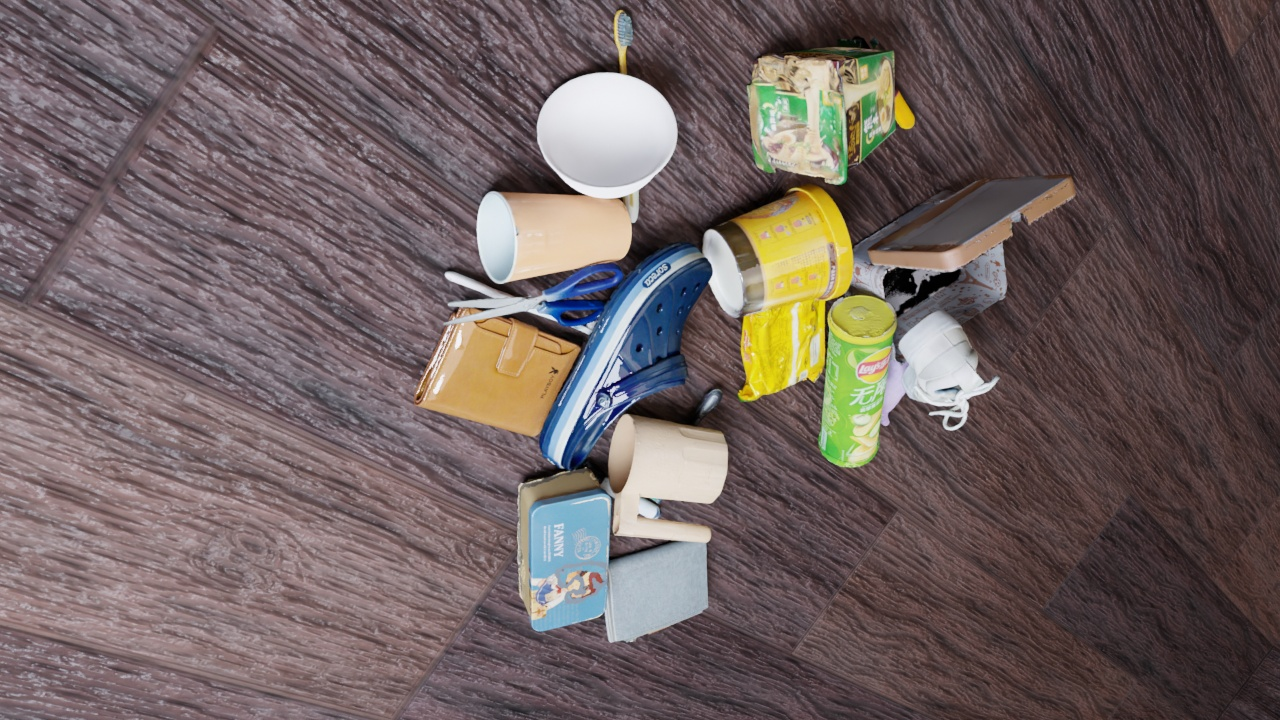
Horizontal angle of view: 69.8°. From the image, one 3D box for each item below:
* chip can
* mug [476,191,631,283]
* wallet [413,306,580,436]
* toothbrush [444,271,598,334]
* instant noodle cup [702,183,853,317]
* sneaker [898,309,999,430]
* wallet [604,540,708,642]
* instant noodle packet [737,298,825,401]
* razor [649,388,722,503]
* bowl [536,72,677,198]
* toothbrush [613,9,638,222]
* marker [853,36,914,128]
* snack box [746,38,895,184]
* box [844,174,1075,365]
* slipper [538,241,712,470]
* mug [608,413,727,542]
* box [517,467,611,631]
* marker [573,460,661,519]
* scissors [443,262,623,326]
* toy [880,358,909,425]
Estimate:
[{"bbox_3d":[0.242,0.030,1.038,0.072,0.072,0.222,-25,137,-19],"label":"chip can"},{"bbox_3d":[-0.074,-0.112,0.812,0.122,0.078,0.078,-9,117,-33],"label":"mug"},{"bbox_3d":[-0.132,0.011,0.862,0.131,0.031,0.108,20,103,-37],"label":"wallet"},{"bbox_3d":[-0.102,-0.053,0.857,0.180,0.016,0.016,20,93,-36],"label":"toothbrush"},{"bbox_3d":[0.132,-0.103,0.914,0.114,0.118,0.118,-20,121,-13],"label":"instant noodle cup"},{"bbox_3d":[0.342,0.019,1.005,0.089,0.090,0.242,-39,159,7],"label":"sneaker"},{"bbox_3d":[0.017,0.266,1.069,0.129,0.037,0.107,-11,107,-27],"label":"wallet"},{"bbox_3d":[0.156,-0.022,1.007,0.110,0.044,0.129,-17,123,-25],"label":"instant noodle packet"},{"bbox_3d":[0.043,0.088,1.007,0.042,0.022,0.143,34,94,-21],"label":"razor"},{"bbox_3d":[-0.029,-0.182,0.798,0.118,0.118,0.065,-32,162,-14],"label":"bowl"},{"bbox_3d":[-0.011,-0.215,0.831,0.016,0.018,0.192,-15,120,-22],"label":"toothbrush"},{"bbox_3d":[0.253,-0.288,0.956,0.018,0.015,0.124,-50,125,-3],"label":"marker"},{"bbox_3d":[0.183,-0.245,0.881,0.105,0.118,0.118,-28,124,-29],"label":"snack box"},{"bbox_3d":[0.345,-0.092,1.000,0.180,0.227,0.156,-31,109,-17],"label":"box"},{"bbox_3d":[-0.005,0.005,0.876,0.253,0.095,0.105,-57,170,8],"label":"slipper"},{"bbox_3d":[0.027,0.122,0.944,0.103,0.084,0.124,9,70,-18],"label":"mug"},{"bbox_3d":[-0.080,0.192,0.951,0.089,0.059,0.185,-11,124,-20],"label":"box"},{"bbox_3d":[-0.022,0.142,0.996,0.023,0.018,0.130,-32,132,27],"label":"marker"},{"bbox_3d":[-0.094,-0.047,0.825,0.171,0.012,0.141,-26,154,-4],"label":"scissors"},{"bbox_3d":[0.313,0.026,1.126,0.084,0.039,0.108,35,94,-38],"label":"toy"}]
